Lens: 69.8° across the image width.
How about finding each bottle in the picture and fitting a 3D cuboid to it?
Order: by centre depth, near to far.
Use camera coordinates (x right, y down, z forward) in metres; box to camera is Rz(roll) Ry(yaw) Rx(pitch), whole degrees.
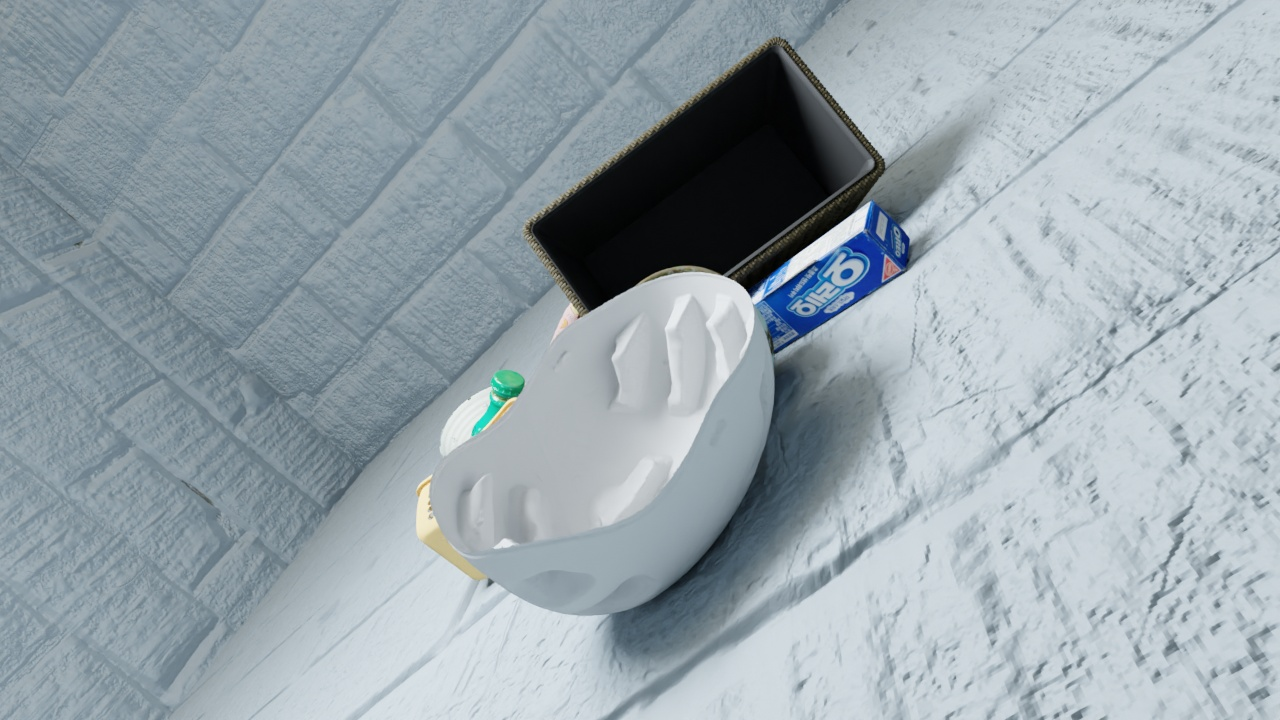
[{"bbox_3d":[-0.199,0.109,1.258,0.068,0.068,0.210,-67,-5,-60],"label":"bottle"}]

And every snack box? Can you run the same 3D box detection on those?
[{"bbox_3d":[0.148,-0.060,0.871,0.227,0.059,0.059,-37,17,41],"label":"snack box"}]

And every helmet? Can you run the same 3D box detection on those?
[{"bbox_3d":[-0.015,0.054,0.696,0.224,0.183,0.282,16,76,48],"label":"helmet"}]

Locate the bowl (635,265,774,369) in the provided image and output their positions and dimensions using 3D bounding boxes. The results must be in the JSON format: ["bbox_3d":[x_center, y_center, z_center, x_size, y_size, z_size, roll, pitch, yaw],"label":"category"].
[{"bbox_3d":[0.057,0.001,0.832,0.160,0.160,0.093,-41,-25,21],"label":"bowl"}]

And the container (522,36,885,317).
[{"bbox_3d":[0.070,-0.146,0.988,0.321,0.176,0.205,-36,-10,3],"label":"container"}]

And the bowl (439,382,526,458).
[{"bbox_3d":[-0.202,0.122,1.364,0.177,0.177,0.071,-45,52,5],"label":"bowl"}]

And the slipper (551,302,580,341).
[{"bbox_3d":[-0.096,-0.031,1.505,0.197,0.081,0.093,-60,-14,18],"label":"slipper"}]

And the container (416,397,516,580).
[{"bbox_3d":[-0.162,0.144,1.083,0.184,0.129,0.166,-42,19,17],"label":"container"}]
